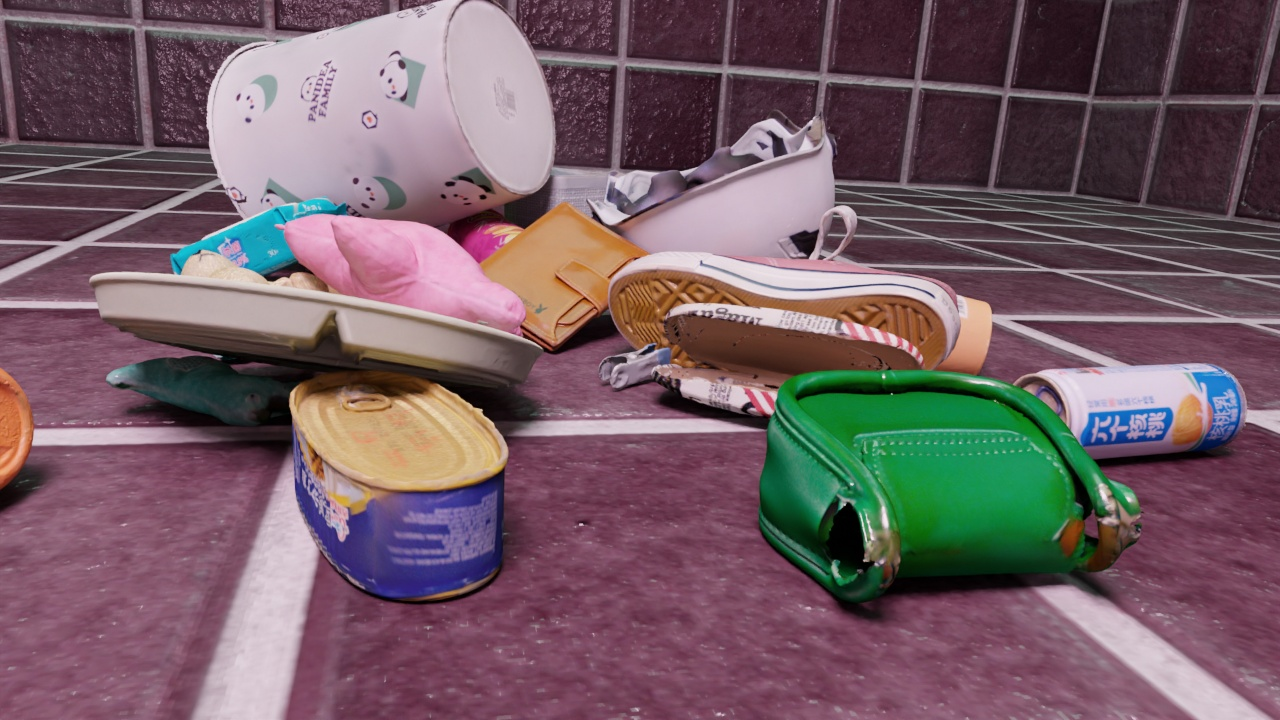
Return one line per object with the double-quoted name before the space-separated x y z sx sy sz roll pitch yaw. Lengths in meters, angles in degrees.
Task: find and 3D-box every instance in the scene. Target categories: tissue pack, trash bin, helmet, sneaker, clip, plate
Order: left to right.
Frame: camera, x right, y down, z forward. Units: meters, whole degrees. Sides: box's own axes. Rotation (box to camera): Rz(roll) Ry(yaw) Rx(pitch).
"tissue pack" -0.326 -0.102 0.800 0.134 0.050 0.093 -19 12 13
"plate" -0.168 -0.011 0.496 0.230 0.027 0.230 8 -6 1
"trash bin" -0.235 -0.224 0.885 0.252 0.229 0.229 -8 9 25
"clip" -0.003 0.005 0.618 0.058 0.026 0.038 -11 29 -43
"helmet" 0.077 -0.121 0.839 0.229 0.146 0.258 -22 19 1
"sneaker" 0.097 -0.039 0.629 0.241 0.118 0.087 5 27 27

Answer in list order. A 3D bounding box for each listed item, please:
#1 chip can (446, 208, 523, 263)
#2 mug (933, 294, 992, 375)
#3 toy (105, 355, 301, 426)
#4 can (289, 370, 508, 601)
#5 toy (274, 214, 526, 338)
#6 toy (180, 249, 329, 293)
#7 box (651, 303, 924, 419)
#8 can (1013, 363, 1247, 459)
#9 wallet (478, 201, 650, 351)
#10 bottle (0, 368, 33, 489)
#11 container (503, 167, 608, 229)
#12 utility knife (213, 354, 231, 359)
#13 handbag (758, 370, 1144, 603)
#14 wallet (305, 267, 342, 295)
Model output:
"chip can" -0.132 -0.099 0.874 0.071 0.071 0.210 -2 17 -22
"mug" 0.193 -0.026 0.689 0.123 0.078 0.078 10 16 5
"toy" -0.227 0.017 0.512 0.092 0.030 0.096 17 12 25
"can" -0.105 0.046 0.390 0.074 0.049 0.148 -5 18 -32
"toy" -0.159 -0.055 0.625 0.178 0.074 0.195 26 -7 -7
"toy" -0.282 -0.047 0.657 0.157 0.066 0.104 7 31 40
"box" 0.091 -0.004 0.563 0.164 0.082 0.075 8 1 23
"can" 0.283 0.030 0.537 0.134 0.053 0.053 -2 16 -20
"wallet" -0.061 -0.064 0.731 0.119 0.035 0.130 30 53 23
"bottle" -0.338 0.031 0.380 0.149 0.067 0.066 -3 15 5
"container" -0.092 -0.149 0.995 0.090 0.111 0.089 15 20 37
"utility knife" -0.242 -0.019 0.664 0.029 0.013 0.157 3 13 25
"handbag" 0.123 0.052 0.390 0.131 0.068 0.120 -1 17 -15
"wallet" -0.234 -0.062 0.796 0.115 0.033 0.090 16 19 29
